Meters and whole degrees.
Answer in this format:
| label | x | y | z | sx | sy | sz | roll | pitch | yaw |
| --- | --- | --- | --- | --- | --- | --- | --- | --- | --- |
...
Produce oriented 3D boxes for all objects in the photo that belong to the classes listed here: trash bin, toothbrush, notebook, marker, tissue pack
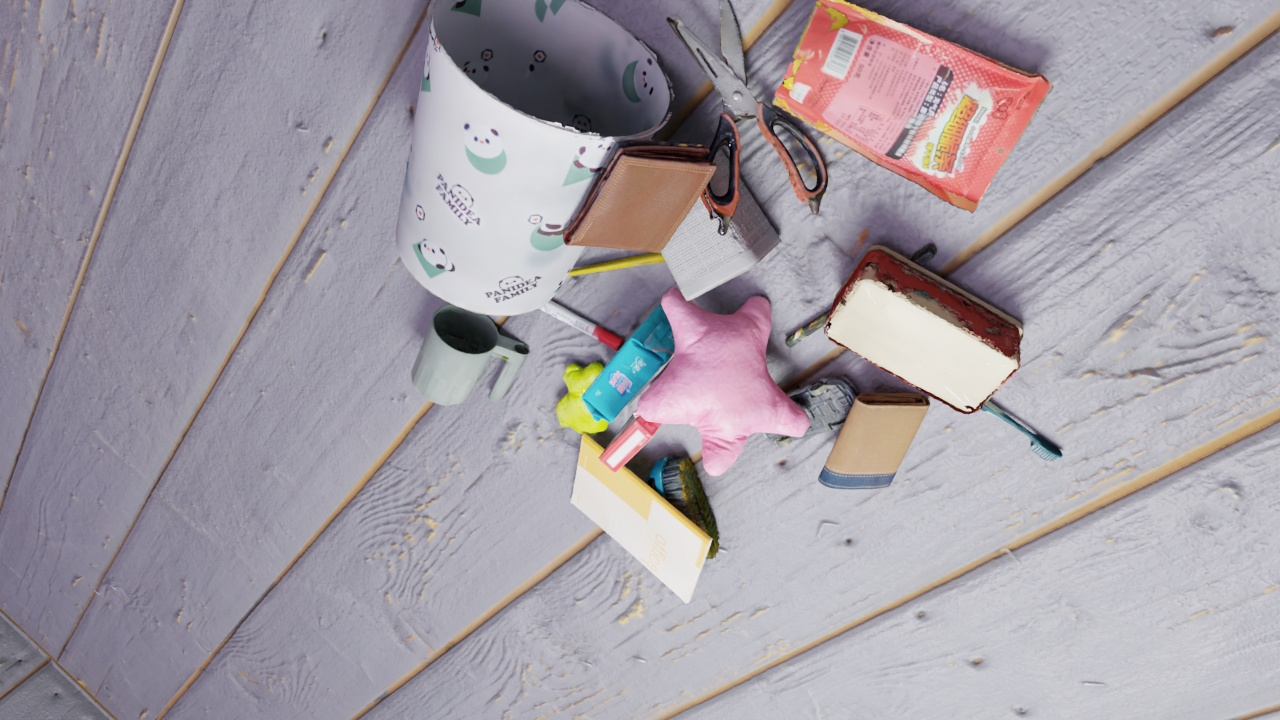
| label | x | y | z | sx | sy | sz | roll | pitch | yaw |
| --- | --- | --- | --- | --- | --- | --- | --- | --- | --- |
| trash bin | -0.122 | -0.192 | 0.891 | 0.229 | 0.228 | 0.253 | 36 | 132 | 5 |
| toothbrush | 0.334 | 0.042 | 0.911 | 0.191 | 0.016 | 0.018 | 35 | 138 | 5 |
| notebook | -0.005 | 0.195 | 1.129 | 0.206 | 0.010 | 0.146 | 38 | 141 | 22 |
| marker | -0.085 | -0.051 | 1.073 | 0.145 | 0.017 | 0.017 | 29 | 127 | 10 |
| toothbrush | 0.214 | -0.060 | 0.912 | 0.012 | 0.017 | 0.186 | 43 | 128 | -14 |
| tissue pack | -0.006 | 0.006 | 1.017 | 0.050 | 0.093 | 0.134 | 41 | 128 | -1 |
| toothbrush | -0.043 | -0.100 | 1.024 | 0.190 | 0.015 | 0.016 | -8 | 118 | 30 |

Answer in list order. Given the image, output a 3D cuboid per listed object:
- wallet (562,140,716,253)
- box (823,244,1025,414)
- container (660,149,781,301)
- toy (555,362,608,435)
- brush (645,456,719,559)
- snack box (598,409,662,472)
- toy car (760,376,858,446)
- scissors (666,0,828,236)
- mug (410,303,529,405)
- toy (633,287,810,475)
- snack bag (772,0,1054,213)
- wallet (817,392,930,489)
| label | x | y | z | sx | sy | sz | roll | pitch | yaw |
| --- | --- | --- | --- | --- | --- | --- | --- | --- | --- |
| wallet | -0.003 | -0.143 | 0.818 | 0.125 | 0.101 | 0.032 | -53 | 50 | 45 |
| box | 0.263 | -0.025 | 0.856 | 0.168 | 0.078 | 0.092 | 29 | 132 | 1 |
| container | 0.064 | -0.137 | 0.903 | 0.090 | 0.090 | 0.114 | -26 | 101 | 35 |
| toy | -0.064 | 0.050 | 1.112 | 0.097 | 0.031 | 0.100 | -5 | 114 | 27 |
| brush | 0.045 | 0.182 | 1.116 | 0.074 | 0.055 | 0.144 | -8 | 114 | 29 |
| snack box | 0.013 | 0.055 | 0.998 | 0.025 | 0.152 | 0.075 | 42 | 127 | -1 |
| toy car | 0.178 | 0.054 | 0.986 | 0.121 | 0.036 | 0.054 | -25 | 104 | 38 |
| scissors | 0.096 | -0.219 | 0.843 | 0.189 | 0.015 | 0.226 | 14 | 88 | -17 |
| mug | -0.214 | 0.001 | 1.139 | 0.124 | 0.083 | 0.104 | 22 | 130 | -16 |
| toy | 0.071 | 0.015 | 0.934 | 0.075 | 0.178 | 0.194 | 153 | 97 | -74 |
| snack bag | 0.225 | -0.223 | 0.788 | 0.208 | 0.073 | 0.129 | 26 | 131 | 5 |
| wallet | 0.241 | 0.084 | 0.951 | 0.090 | 0.033 | 0.115 | 2 | 128 | -19 |
